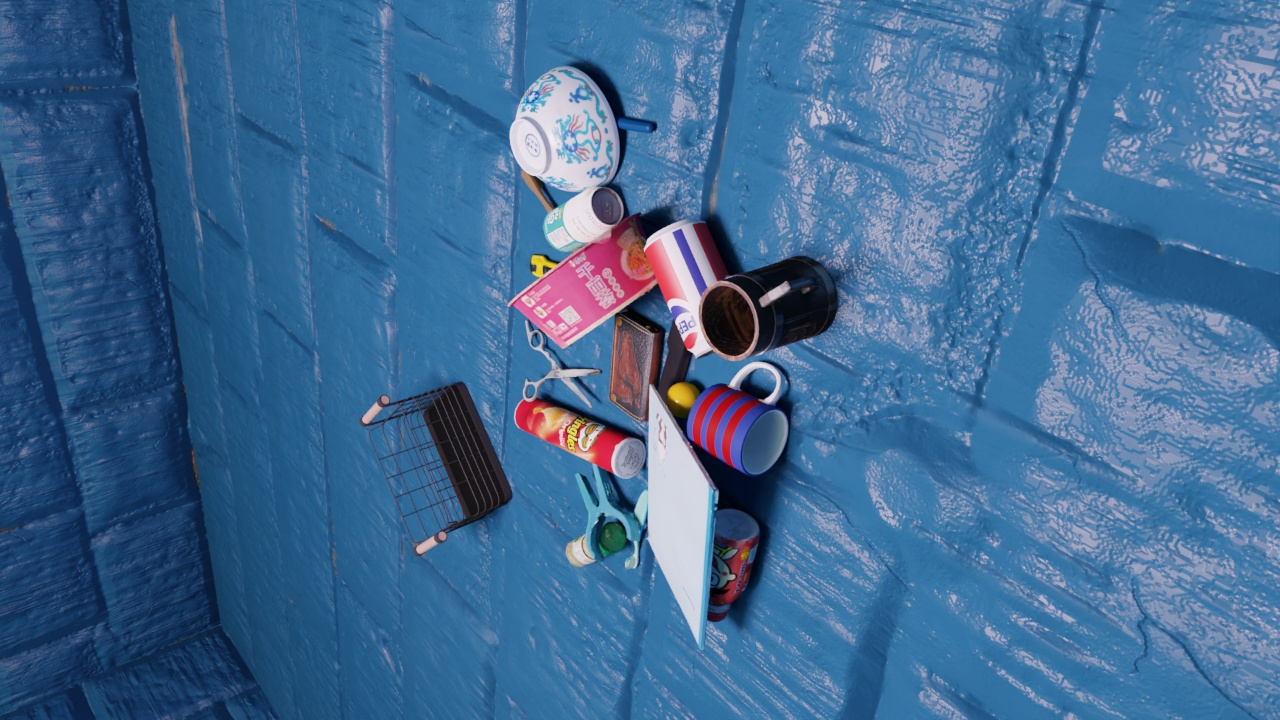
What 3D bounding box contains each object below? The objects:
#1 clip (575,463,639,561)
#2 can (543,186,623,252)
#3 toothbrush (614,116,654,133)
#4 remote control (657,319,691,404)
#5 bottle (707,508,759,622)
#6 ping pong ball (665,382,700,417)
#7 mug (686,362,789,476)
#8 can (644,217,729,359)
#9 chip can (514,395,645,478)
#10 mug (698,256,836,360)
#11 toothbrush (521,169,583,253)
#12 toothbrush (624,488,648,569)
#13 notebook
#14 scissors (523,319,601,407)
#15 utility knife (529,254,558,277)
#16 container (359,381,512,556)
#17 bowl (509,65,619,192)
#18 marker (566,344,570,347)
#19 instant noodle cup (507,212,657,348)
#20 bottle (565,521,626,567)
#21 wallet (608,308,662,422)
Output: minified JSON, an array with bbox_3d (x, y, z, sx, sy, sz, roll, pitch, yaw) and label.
[{"bbox_3d":[-0.032,0.189,1.174,0.121,0.031,0.129,-13,68,33],"label":"clip"},{"bbox_3d":[-0.067,-0.164,1.071,0.102,0.054,0.055,-17,91,52],"label":"can"},{"bbox_3d":[-0.044,-0.271,1.033,0.168,0.014,0.014,25,128,42],"label":"toothbrush"},{"bbox_3d":[0.041,-0.008,1.036,0.032,0.015,0.137,41,132,33],"label":"remote control"},{"bbox_3d":[0.093,0.236,1.036,0.062,0.061,0.138,34,128,38],"label":"bottle"},{"bbox_3d":[0.048,0.044,1.028,0.040,0.040,0.040,23,121,44],"label":"ping pong ball"},{"bbox_3d":[0.107,0.053,0.947,0.076,0.075,0.112,25,97,42],"label":"mug"},{"bbox_3d":[0.059,-0.074,0.944,0.070,0.070,0.132,-31,81,51],"label":"can"},{"bbox_3d":[-0.084,0.097,1.199,0.215,0.051,0.052,18,118,45],"label":"chip can"},{"bbox_3d":[0.127,-0.055,0.840,0.116,0.107,0.080,-35,77,51],"label":"mug"},{"bbox_3d":[-0.101,-0.174,1.140,0.167,0.016,0.016,57,141,15],"label":"toothbrush"},{"bbox_3d":[-0.003,0.218,1.178,0.022,0.017,0.135,43,134,42],"label":"toothbrush"},{"bbox_3d":[0.042,0.178,1.035,0.181,0.009,0.254,-122,26,-49],"label":"notebook"},{"bbox_3d":[-0.112,0.003,1.217,0.142,0.014,0.161,-28,68,35],"label":"scissors"},{"bbox_3d":[-0.096,-0.108,1.154,0.165,0.017,0.030,21,124,46],"label":"utility knife"},{"bbox_3d":[-0.327,0.166,1.453,0.163,0.130,0.241,-35,77,50],"label":"container"},{"bbox_3d":[-0.099,-0.251,1.038,0.144,0.074,0.144,33,138,35],"label":"bowl"},{"bbox_3d":[-0.069,-0.060,1.149,0.013,0.013,0.142,57,139,18],"label":"marker"},{"bbox_3d":[-0.051,-0.081,1.008,0.077,0.178,0.179,54,141,-4],"label":"instant noodle cup"},{"bbox_3d":[-0.061,0.250,1.242,0.111,0.043,0.043,-37,76,52],"label":"bottle"},{"bbox_3d":[-0.007,0.006,1.095,0.072,0.019,0.123,34,129,43],"label":"wallet"}]
